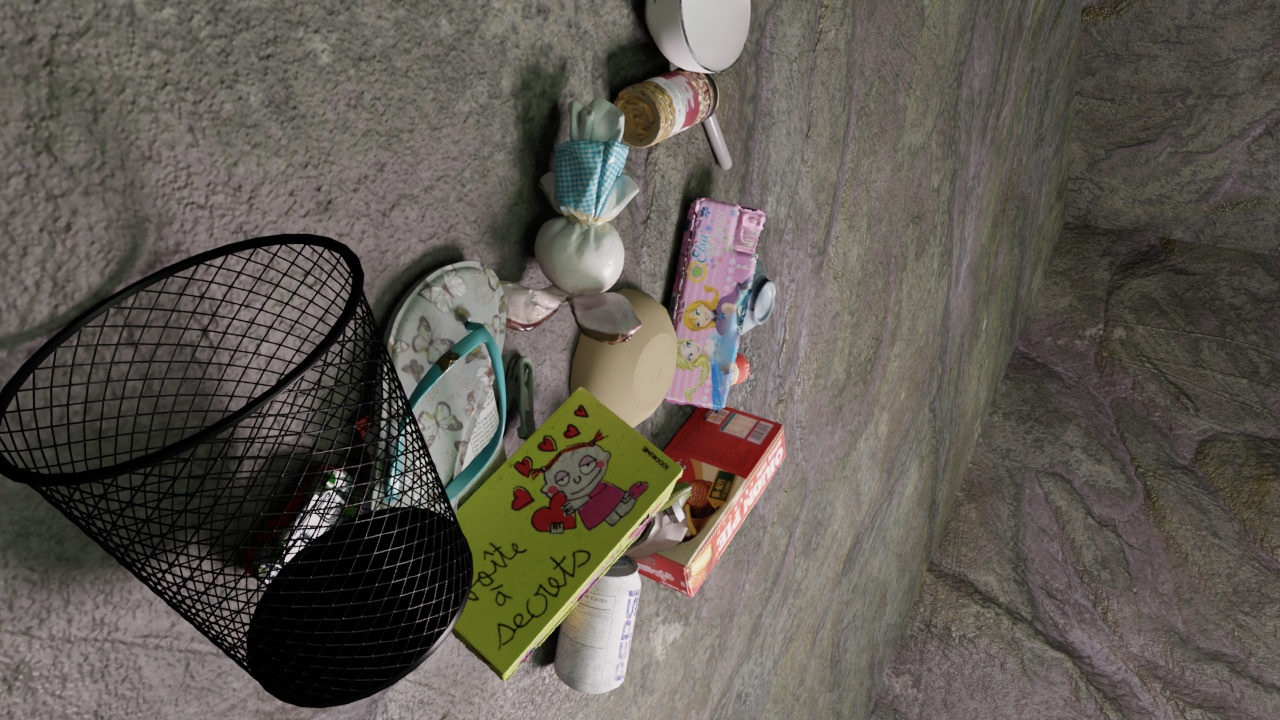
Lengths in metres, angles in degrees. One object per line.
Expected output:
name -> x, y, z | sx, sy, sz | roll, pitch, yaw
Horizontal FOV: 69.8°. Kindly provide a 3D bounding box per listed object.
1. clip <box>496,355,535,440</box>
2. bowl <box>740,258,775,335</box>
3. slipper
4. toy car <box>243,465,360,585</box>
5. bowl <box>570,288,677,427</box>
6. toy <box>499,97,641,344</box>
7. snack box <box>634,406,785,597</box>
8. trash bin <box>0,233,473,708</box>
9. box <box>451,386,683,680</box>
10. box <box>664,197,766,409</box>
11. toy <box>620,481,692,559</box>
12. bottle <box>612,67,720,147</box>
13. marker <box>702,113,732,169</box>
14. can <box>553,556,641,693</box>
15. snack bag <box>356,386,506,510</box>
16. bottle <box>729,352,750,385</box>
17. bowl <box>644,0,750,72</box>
clip -> -0.108, 0.032, 0.806 | 0.023, 0.059, 0.076 | 28, 67, -61
bowl -> 0.127, -0.076, 1.110 | 0.136, 0.057, 0.137 | -34, 132, -48
slipper -> -0.149, 0.049, 0.671 | 0.098, 0.055, 0.268 | 21, 75, -41
toy car -> -0.232, 0.113, 0.631 | 0.091, 0.036, 0.042 | -54, 144, -22
bowl -> -0.006, 0.005, 0.938 | 0.151, 0.050, 0.152 | -33, 132, -48
toy -> -0.054, -0.120, 0.781 | 0.105, 0.131, 0.205 | -99, -164, -89
snack box -> 0.067, 0.153, 1.072 | 0.235, 0.113, 0.060 | -49, 143, -36
trash bin -> -0.196, 0.070, 0.503 | 0.183, 0.184, 0.210 | -49, 137, -35
box -> -0.081, 0.144, 0.768 | 0.220, 0.124, 0.081 | -43, 165, -25
box -> 0.077, -0.060, 1.011 | 0.084, 0.053, 0.230 | 7, 101, -19
toy -> -0.016, 0.159, 0.932 | 0.152, 0.180, 0.078 | 28, 38, -65
bottle -> 0.025, -0.240, 0.860 | 0.105, 0.056, 0.056 | -37, 134, -45
marker -> 0.073, -0.254, 0.973 | 0.016, 0.016, 0.140 | -61, 148, -20
can -> -0.046, 0.278, 0.982 | 0.078, 0.078, 0.136 | -10, 113, -57
snack bag -> -0.157, 0.076, 0.734 | 0.130, 0.039, 0.144 | -39, 135, -41
bottle -> 0.091, 0.017, 1.113 | 0.108, 0.044, 0.044 | -16, 118, -55
bowl -> 0.046, -0.321, 0.840 | 0.113, 0.063, 0.113 | -18, 114, -49
